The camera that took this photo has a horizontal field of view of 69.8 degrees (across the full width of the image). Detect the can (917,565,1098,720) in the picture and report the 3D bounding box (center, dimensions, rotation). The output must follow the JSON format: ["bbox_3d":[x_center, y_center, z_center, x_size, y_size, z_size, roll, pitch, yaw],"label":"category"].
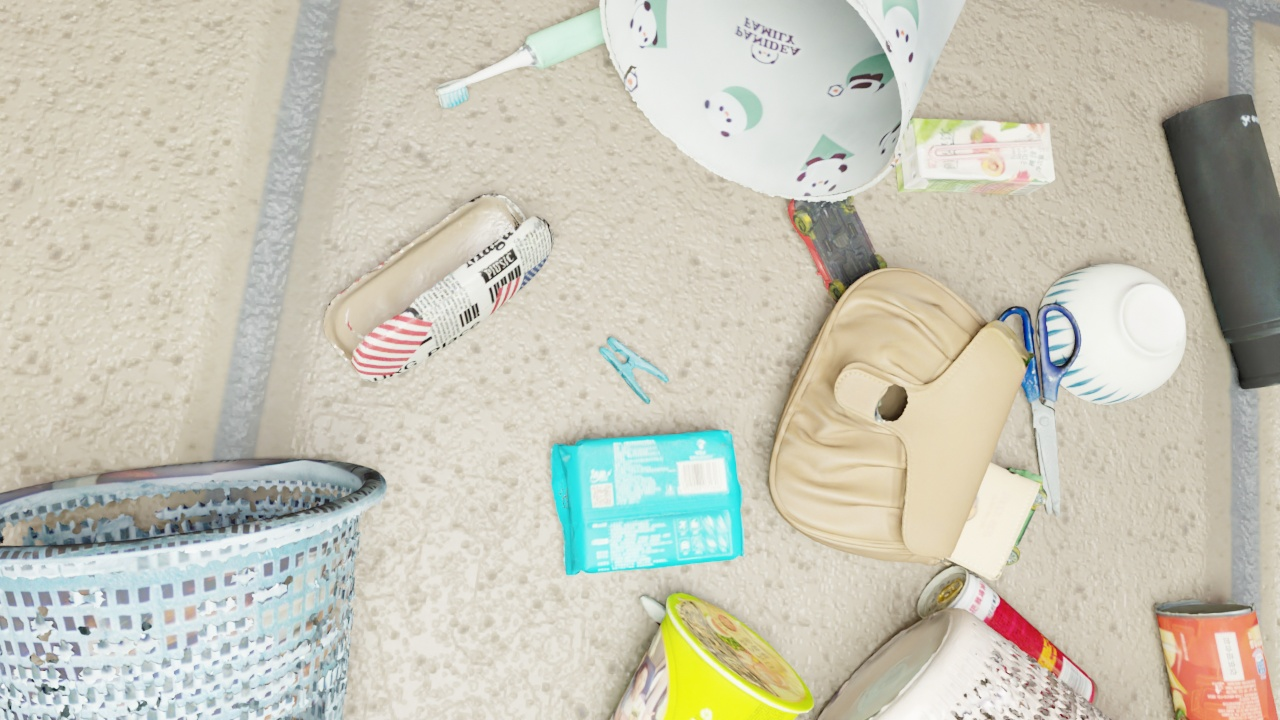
[{"bbox_3d":[0.271,0.214,0.682,0.133,0.053,0.053,42,75,-4],"label":"can"}]

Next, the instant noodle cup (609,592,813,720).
[{"bbox_3d":[0.030,0.234,0.593,0.111,0.111,0.123,33,96,-6],"label":"instant noodle cup"}]

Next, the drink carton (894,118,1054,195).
[{"bbox_3d":[0.272,-0.166,0.748,0.122,0.045,0.053,-1,82,-13],"label":"drink carton"}]

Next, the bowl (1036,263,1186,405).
[{"bbox_3d":[0.391,-0.025,0.741,0.116,0.066,0.116,2,80,-12],"label":"bowl"}]

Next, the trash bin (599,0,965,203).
[{"bbox_3d":[0.132,-0.283,0.653,0.229,0.230,0.251,35,69,-5],"label":"trash bin"}]

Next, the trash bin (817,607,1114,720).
[{"bbox_3d":[0.223,0.280,0.592,0.227,0.228,0.192,-41,79,-16],"label":"trash bin"}]

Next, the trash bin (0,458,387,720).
[{"bbox_3d":[-0.252,0.168,0.503,0.226,0.227,0.195,-2,94,-13],"label":"trash bin"}]

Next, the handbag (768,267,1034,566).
[{"bbox_3d":[0.179,0.040,0.650,0.148,0.100,0.204,22,82,13],"label":"handbag"}]

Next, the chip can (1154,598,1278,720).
[{"bbox_3d":[0.451,0.296,0.701,0.073,0.073,0.216,-6,83,-14],"label":"chip can"}]

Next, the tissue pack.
[{"bbox_3d":[0.006,0.099,0.641,0.133,0.050,0.093,-3,83,-13],"label":"tissue pack"}]

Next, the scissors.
[{"bbox_3d":[0.311,0.040,0.737,0.108,0.012,0.175,21,103,26],"label":"scissors"}]

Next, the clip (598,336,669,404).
[{"bbox_3d":[-0.006,0.005,0.673,0.056,0.014,0.039,44,74,-5],"label":"clip"}]

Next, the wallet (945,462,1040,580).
[{"bbox_3d":[0.224,0.105,0.684,0.115,0.024,0.087,26,76,19],"label":"wallet"}]

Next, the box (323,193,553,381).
[{"bbox_3d":[-0.130,-0.048,0.616,0.162,0.088,0.076,-38,108,-18],"label":"box"}]

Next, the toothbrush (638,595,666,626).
[{"bbox_3d":[0.067,0.232,0.653,0.187,0.016,0.017,43,84,-4],"label":"toothbrush"}]

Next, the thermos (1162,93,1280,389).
[{"bbox_3d":[0.521,-0.100,0.791,0.089,0.069,0.242,-8,84,-47],"label":"thermos"}]

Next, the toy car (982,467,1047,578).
[{"bbox_3d":[0.278,0.124,0.703,0.036,0.043,0.091,28,67,8],"label":"toy car"}]

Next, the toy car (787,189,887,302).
[{"bbox_3d":[0.154,-0.088,0.715,0.049,0.031,0.106,-34,102,-12],"label":"toy car"}]

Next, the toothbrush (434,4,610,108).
[{"bbox_3d":[-0.053,-0.244,0.696,0.224,0.026,0.027,-28,129,-16],"label":"toothbrush"}]
